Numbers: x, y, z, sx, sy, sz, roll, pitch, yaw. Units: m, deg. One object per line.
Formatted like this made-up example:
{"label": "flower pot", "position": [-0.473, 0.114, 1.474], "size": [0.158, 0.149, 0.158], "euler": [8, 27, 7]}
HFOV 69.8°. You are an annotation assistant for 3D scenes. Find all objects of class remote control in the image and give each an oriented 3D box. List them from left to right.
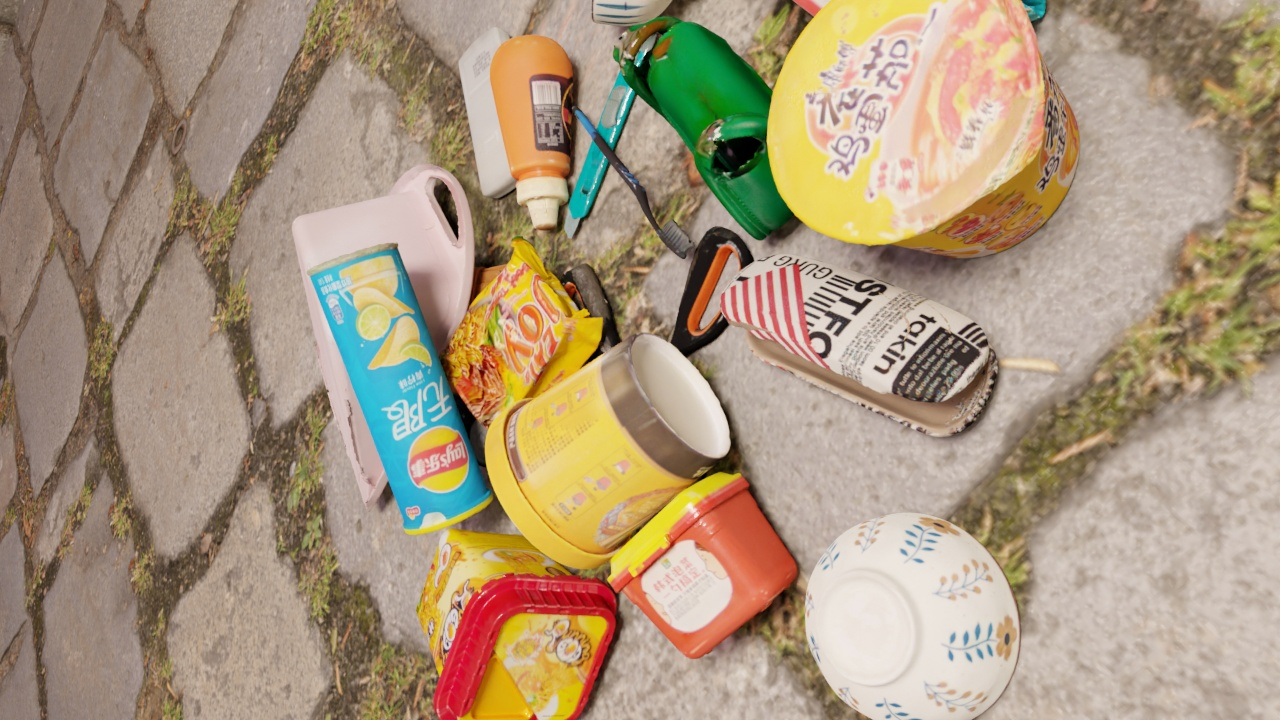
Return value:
{"label": "remote control", "position": [-0.131, 0.059, 0.754], "size": [0.137, 0.024, 0.053], "euler": [11, 94, 40]}
{"label": "remote control", "position": [-0.125, -0.216, 0.798], "size": [0.058, 0.021, 0.150], "euler": [-28, 65, 36]}

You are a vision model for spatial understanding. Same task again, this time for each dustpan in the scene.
{"label": "dustpan", "position": [-0.222, -0.034, 0.836], "size": [0.222, 0.138, 0.274], "euler": [58, 154, 36]}

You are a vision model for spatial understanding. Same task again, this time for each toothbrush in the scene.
{"label": "toothbrush", "position": [-0.009, -0.135, 0.663], "size": [0.016, 0.014, 0.189], "euler": [-47, 51, 20]}

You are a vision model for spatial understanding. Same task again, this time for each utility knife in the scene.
{"label": "utility knife", "position": [-0.027, -0.172, 0.706], "size": [0.029, 0.013, 0.166], "euler": [33, 105, 46]}

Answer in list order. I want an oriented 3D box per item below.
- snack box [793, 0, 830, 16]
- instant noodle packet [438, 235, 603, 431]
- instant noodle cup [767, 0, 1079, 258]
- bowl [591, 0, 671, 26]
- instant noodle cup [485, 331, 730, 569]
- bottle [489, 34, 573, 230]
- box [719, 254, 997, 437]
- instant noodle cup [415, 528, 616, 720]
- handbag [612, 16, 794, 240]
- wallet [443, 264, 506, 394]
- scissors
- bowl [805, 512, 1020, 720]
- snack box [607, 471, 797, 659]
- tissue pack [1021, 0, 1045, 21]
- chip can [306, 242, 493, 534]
{"label": "snack box", "position": [0.074, -0.249, 0.555], "size": [0.025, 0.075, 0.152], "euler": [-52, 33, 22]}
{"label": "instant noodle packet", "position": [-0.093, -0.014, 0.689], "size": [0.129, 0.044, 0.110], "euler": [-52, 60, 22]}
{"label": "instant noodle cup", "position": [0.151, -0.115, 0.469], "size": [0.138, 0.109, 0.138], "euler": [-9, 76, 41]}
{"label": "bowl", "position": [0.007, -0.293, 0.647], "size": [0.066, 0.116, 0.116], "euler": [10, 89, -2]}
{"label": "instant noodle cup", "position": [-0.016, 0.051, 0.574], "size": [0.115, 0.118, 0.118], "euler": [-38, 59, 24]}
{"label": "bottle", "position": [-0.082, -0.177, 0.729], "size": [0.067, 0.066, 0.149], "euler": [-10, 84, 41]}
{"label": "box", "position": [0.125, -0.010, 0.526], "size": [0.163, 0.082, 0.075], "euler": [24, 66, 43]}
{"label": "instant noodle cup", "position": [-0.097, 0.183, 0.652], "size": [0.124, 0.116, 0.116], "euler": [34, 106, 53]}
{"label": "handbag", "position": [0.049, -0.144, 0.562], "size": [0.068, 0.120, 0.131], "euler": [-43, 55, 22]}
{"label": "wallet", "position": [-0.141, -0.024, 0.776], "size": [0.132, 0.031, 0.107], "euler": [-3, 83, 41]}
{"label": "scissors", "position": [-0.001, 0.002, 0.648], "size": [0.221, 0.021, 0.234], "euler": [43, 111, 38]}
{"label": "bowl", "position": [0.130, 0.137, 0.480], "size": [0.114, 0.062, 0.113], "euler": [-8, 78, 43]}
{"label": "snack box", "position": [0.039, 0.124, 0.550], "size": [0.080, 0.081, 0.091], "euler": [51, 118, 15]}
{"label": "tissue pack", "position": [0.171, -0.238, 0.512], "size": [0.093, 0.050, 0.133], "euler": [-9, 77, 42]}
{"label": "chip can", "position": [-0.180, 0.021, 0.691], "size": [0.071, 0.071, 0.210], "euler": [-13, 100, 40]}
